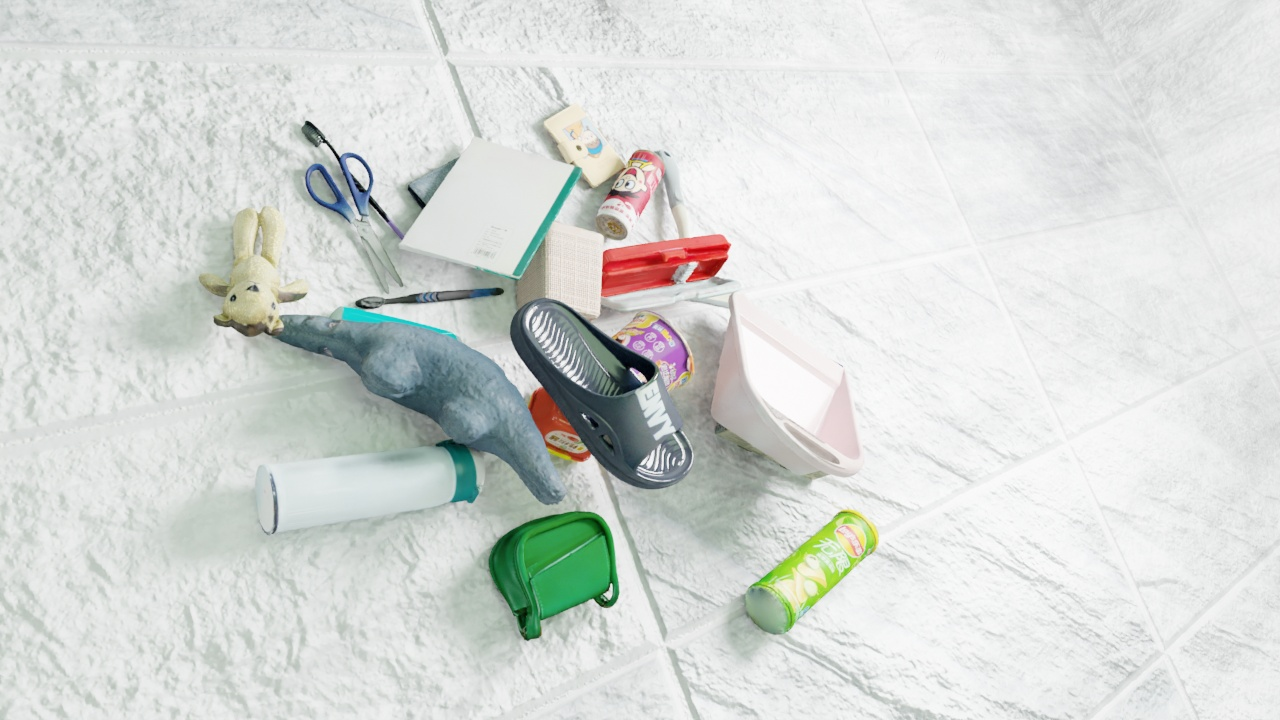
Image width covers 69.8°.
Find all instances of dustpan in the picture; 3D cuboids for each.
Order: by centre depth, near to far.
[{"bbox_3d":[0.212,0.035,1.197,0.222,0.139,0.272,31,57,-18],"label":"dustpan"}]

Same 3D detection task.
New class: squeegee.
[{"bbox_3d":[0.053,-0.205,1.318,0.246,0.039,0.246,8,65,-32],"label":"squeegee"}]

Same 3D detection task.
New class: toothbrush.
[{"bbox_3d":[-0.329,-0.202,1.065,0.189,0.014,0.016,51,58,-6],"label":"toothbrush"},{"bbox_3d":[-0.240,-0.074,1.069,0.189,0.016,0.014,-9,88,-38],"label":"toothbrush"}]

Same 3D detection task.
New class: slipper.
[{"bbox_3d":[-0.033,0.032,1.018,0.268,0.084,0.110,48,53,-5],"label":"slipper"}]

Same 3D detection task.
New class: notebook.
[{"bbox_3d":[-0.174,-0.186,1.097,0.150,0.012,0.208,17,51,8],"label":"notebook"}]

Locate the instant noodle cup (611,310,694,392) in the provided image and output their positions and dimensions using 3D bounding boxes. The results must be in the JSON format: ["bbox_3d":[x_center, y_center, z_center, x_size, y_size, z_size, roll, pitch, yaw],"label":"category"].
[{"bbox_3d":[-0.007,0.007,1.142,0.099,0.112,0.111,-31,89,-32],"label":"instant noodle cup"}]

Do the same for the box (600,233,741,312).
[{"bbox_3d":[0.038,-0.099,1.213,0.201,0.095,0.091,-12,61,-30],"label":"box"}]

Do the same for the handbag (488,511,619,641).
[{"bbox_3d":[-0.093,0.231,1.007,0.131,0.068,0.120,-12,84,-39],"label":"handbag"}]

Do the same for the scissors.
[{"bbox_3d":[-0.310,-0.161,1.050,0.173,0.012,0.128,37,69,-11],"label":"scissors"}]

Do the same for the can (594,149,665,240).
[{"bbox_3d":[-0.014,-0.228,1.266,0.053,0.053,0.132,37,58,-16],"label":"can"}]

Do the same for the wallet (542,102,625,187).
[{"bbox_3d":[-0.080,-0.298,1.278,0.115,0.024,0.087,53,45,-5],"label":"wallet"}]

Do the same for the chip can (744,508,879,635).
[{"bbox_3d":[0.225,0.274,1.200,0.220,0.073,0.072,-27,86,-39],"label":"chip can"}]

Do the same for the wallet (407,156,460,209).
[{"bbox_3d":[-0.217,-0.188,1.136,0.121,0.019,0.097,51,48,-3],"label":"wallet"}]

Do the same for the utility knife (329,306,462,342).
[{"bbox_3d":[-0.272,-0.034,1.031,0.161,0.013,0.029,14,65,-33],"label":"utility knife"}]

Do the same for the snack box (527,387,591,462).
[{"bbox_3d":[-0.080,0.066,1.075,0.091,0.080,0.081,24,57,-24],"label":"snack box"}]

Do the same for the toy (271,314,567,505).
[{"bbox_3d":[-0.217,0.029,0.969,0.356,0.092,0.137,29,30,3],"label":"toy"}]

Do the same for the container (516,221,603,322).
[{"bbox_3d":[-0.100,-0.097,1.131,0.089,0.090,0.110,11,67,-31],"label":"container"}]

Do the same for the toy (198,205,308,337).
[{"bbox_3d":[-0.393,-0.093,0.937,0.105,0.066,0.157,6,53,-24],"label":"toy"}]

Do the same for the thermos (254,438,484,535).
[{"bbox_3d":[-0.266,0.122,0.930,0.223,0.073,0.073,-4,72,-37],"label":"thermos"}]

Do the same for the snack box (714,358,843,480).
[{"bbox_3d":[0.201,0.054,1.299,0.178,0.046,0.182,26,58,-23],"label":"snack box"}]
